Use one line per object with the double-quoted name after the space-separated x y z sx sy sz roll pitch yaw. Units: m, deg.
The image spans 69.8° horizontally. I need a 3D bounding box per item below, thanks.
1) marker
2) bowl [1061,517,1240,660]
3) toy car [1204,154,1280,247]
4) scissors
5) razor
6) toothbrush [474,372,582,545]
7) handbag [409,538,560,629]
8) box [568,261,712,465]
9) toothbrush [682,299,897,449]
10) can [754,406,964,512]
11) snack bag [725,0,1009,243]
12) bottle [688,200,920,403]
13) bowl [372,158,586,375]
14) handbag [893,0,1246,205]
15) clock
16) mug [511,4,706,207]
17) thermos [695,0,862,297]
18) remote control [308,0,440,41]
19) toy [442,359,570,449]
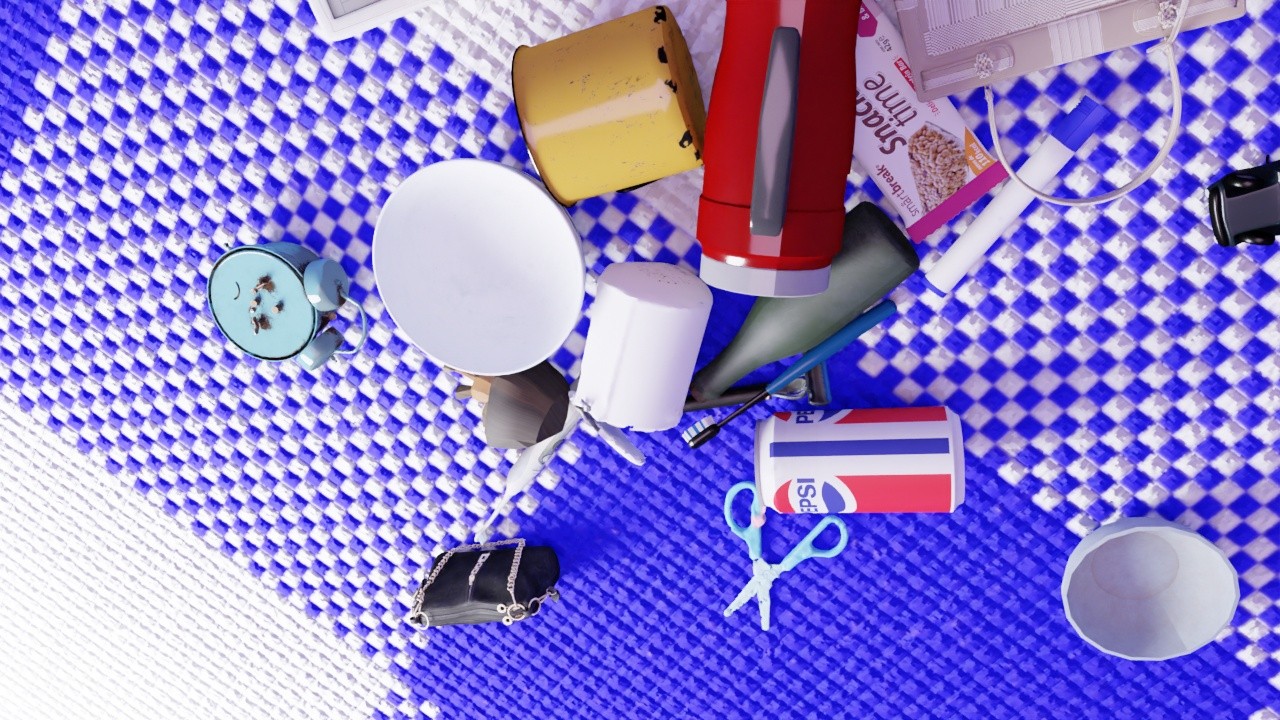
0.228 -0.097 0.563 0.020 0.020 0.142 36 115 -2 "marker"
0.341 0.149 0.626 0.106 0.039 0.106 5 113 12 "bowl"
0.382 -0.098 0.518 0.112 0.034 0.046 -17 107 18 "toy car"
0.111 0.154 0.702 0.111 0.015 0.141 0 118 14 "scissors"
0.064 0.025 0.654 0.144 0.022 0.042 -12 66 22 "razor"
-0.084 0.079 0.709 0.024 0.022 0.186 44 115 14 "toothbrush"
-0.123 0.184 0.729 0.129 0.079 0.054 -8 110 17 "handbag"
-0.007 0.006 0.622 0.080 0.089 0.143 31 117 41 "box"
0.100 0.009 0.619 0.168 0.014 0.014 -36 66 7 "toothbrush"
0.147 0.068 0.622 0.132 0.070 0.070 -3 111 14 "can"
0.137 -0.165 0.553 0.070 0.016 0.196 -37 102 19 "snack bag"
0.098 -0.028 0.605 0.055 0.055 0.175 45 116 -7 "bottle"
-0.098 -0.070 0.623 0.144 0.074 0.144 5 113 12 "bowl"
0.234 -0.182 0.503 0.176 0.062 0.198 -12 107 18 "handbag"
-0.259 -0.043 0.685 0.124 0.053 0.090 19 116 6 "clock"
-0.010 -0.148 0.565 0.094 0.100 0.124 -12 149 16 "mug"
0.077 -0.137 0.504 0.084 0.108 0.199 6 108 8 "thermos"
-0.154 -0.255 0.588 0.139 0.025 0.060 -13 108 18 "remote control"
-0.101 0.025 0.672 0.100 0.076 0.063 22 156 22 "toy"
